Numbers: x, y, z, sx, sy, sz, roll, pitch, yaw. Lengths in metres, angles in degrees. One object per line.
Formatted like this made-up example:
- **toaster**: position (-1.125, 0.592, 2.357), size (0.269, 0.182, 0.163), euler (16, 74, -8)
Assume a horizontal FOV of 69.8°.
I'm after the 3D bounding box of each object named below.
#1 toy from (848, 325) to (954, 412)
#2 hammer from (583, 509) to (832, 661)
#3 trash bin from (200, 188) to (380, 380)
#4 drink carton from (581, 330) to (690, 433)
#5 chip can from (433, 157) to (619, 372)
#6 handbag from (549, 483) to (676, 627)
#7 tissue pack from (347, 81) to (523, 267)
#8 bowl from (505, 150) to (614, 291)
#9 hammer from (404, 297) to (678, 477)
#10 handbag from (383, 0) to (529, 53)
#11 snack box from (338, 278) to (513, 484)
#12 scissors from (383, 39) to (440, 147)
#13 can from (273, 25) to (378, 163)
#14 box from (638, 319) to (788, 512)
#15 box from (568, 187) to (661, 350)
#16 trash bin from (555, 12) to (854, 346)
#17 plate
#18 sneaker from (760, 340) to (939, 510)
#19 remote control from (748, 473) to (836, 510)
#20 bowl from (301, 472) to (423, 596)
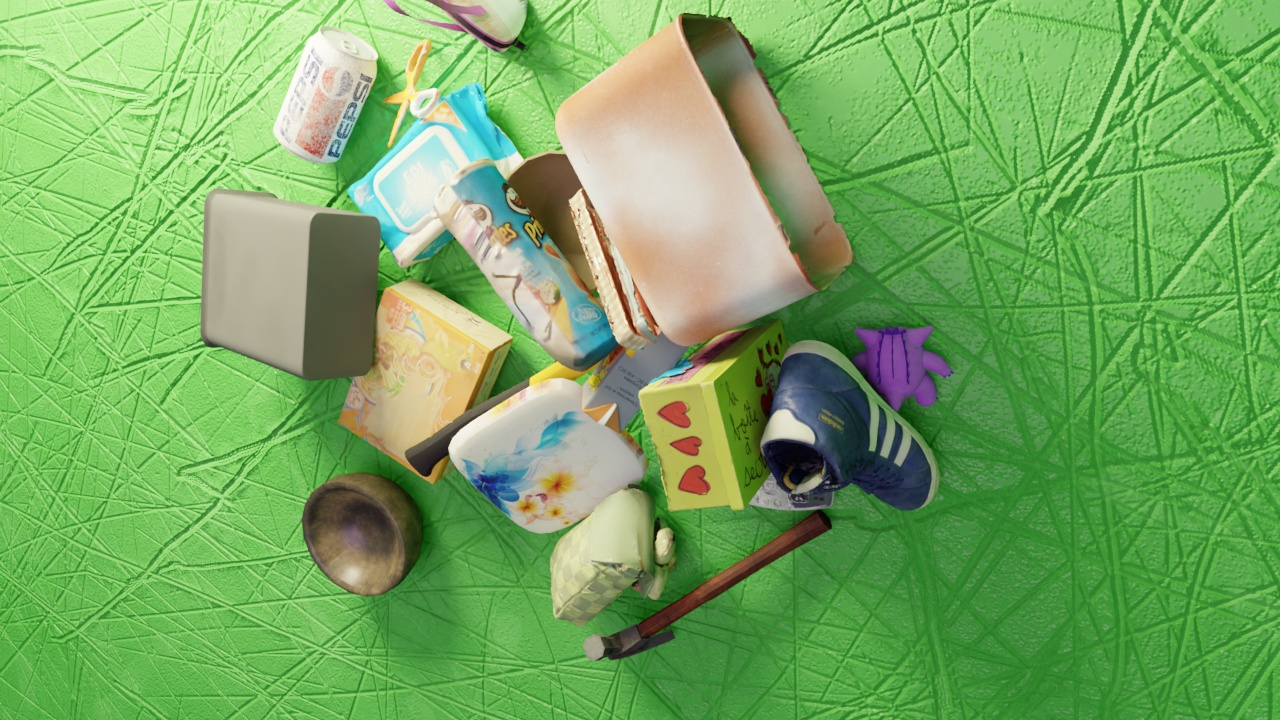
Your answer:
- **toy**: position (0.246, 0.006, 0.885), size (0.106, 0.055, 0.088), euler (-1, 106, 21)
- **hammer**: position (0.081, 0.252, 1.017), size (0.301, 0.111, 0.028), euler (-36, 62, 18)
- **trash bin**: position (-0.407, -0.090, 1.059), size (0.220, 0.097, 0.192), euler (15, 103, 37)
- **drink carton**: position (-0.006, 0.005, 0.932), size (0.048, 0.076, 0.125), euler (33, 109, -15)
- **chip can**: position (-0.113, -0.091, 0.916), size (0.080, 0.079, 0.229), euler (-42, 81, 27)
- **handbag**: position (-0.027, 0.232, 1.050), size (0.117, 0.113, 0.187), euler (25, 133, -20)
- **tissue pack**: position (-0.223, -0.201, 1.013), size (0.210, 0.065, 0.117), euler (-33, 92, 25)
- **bowl**: position (-0.075, -0.147, 0.971), size (0.152, 0.050, 0.152), euler (6, 109, 17)
- **hammer**: position (-0.126, 0.038, 1.007), size (0.324, 0.029, 0.127), euler (-30, 113, 15)
- **handbag**: position (-0.190, -0.354, 0.891), size (0.144, 0.169, 0.068), euler (47, 117, 3)
- **snack box**: position (-0.252, 0.022, 1.083), size (0.145, 0.080, 0.196), euler (31, 115, 8)
- **scissors**: position (-0.247, -0.288, 0.989), size (0.130, 0.011, 0.125), euler (20, 89, 49)
- **can**: position (-0.352, -0.296, 1.028), size (0.078, 0.078, 0.136), euler (39, 116, 8)
- **box**: position (0.085, 0.047, 0.873), size (0.082, 0.220, 0.124), euler (-11, 99, 25)
- **box**: position (-0.028, -0.090, 0.871), size (0.057, 0.060, 0.186), euler (-12, 60, -10)
- **trash bin**: position (0.058, -0.162, 0.844), size (0.158, 0.181, 0.260), euler (-25, 96, 29)
- **plate**: position (-0.102, 0.116, 1.029), size (0.187, 0.016, 0.187), euler (-31, 120, 18)
- **sneaker**: position (0.197, 0.102, 0.853), size (0.092, 0.118, 0.233), euler (-16, 123, 40)
- **remote control**: position (0.151, 0.128, 0.978), size (0.114, 0.028, 0.060), euler (1, 107, 22)
- **bowl**: position (-0.352, 0.218, 1.191), size (0.162, 0.070, 0.162), euler (7, 108, 21)
